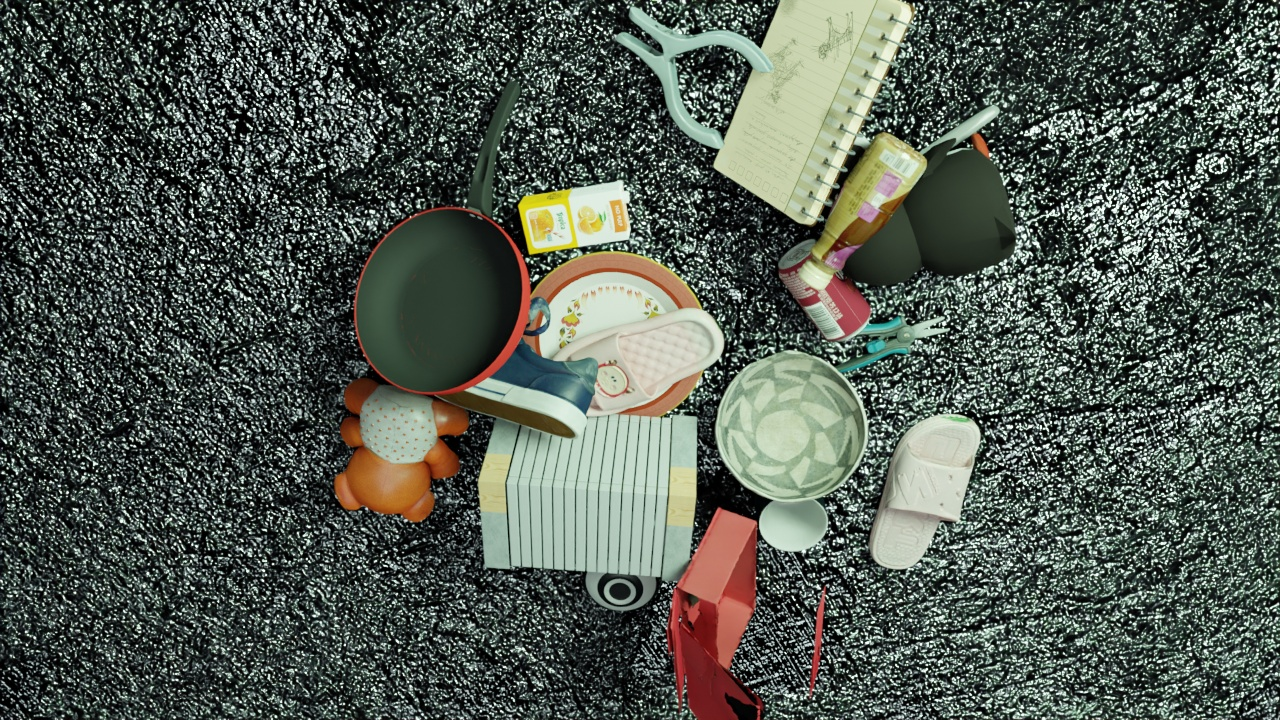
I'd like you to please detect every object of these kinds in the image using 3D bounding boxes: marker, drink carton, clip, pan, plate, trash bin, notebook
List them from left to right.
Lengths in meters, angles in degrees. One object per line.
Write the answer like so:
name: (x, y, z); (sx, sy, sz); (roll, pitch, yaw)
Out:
pan: (-0.193, -0.133, 1.019); (0.209, 0.067, 0.356); (20, 87, 21)
drink carton: (-0.071, -0.164, 1.048); (0.122, 0.040, 0.058); (-8, 114, 7)
trash bin: (-0.060, 0.160, 1.127); (0.247, 0.142, 0.143); (4, 126, 1)
plate: (-0.032, -0.025, 1.120); (0.230, 0.021, 0.230); (1, 115, 3)
clip: (0.071, -0.322, 0.951); (0.159, 0.030, 0.174); (-35, 103, 31)
notebook: (0.169, -0.268, 0.930); (0.024, 0.167, 0.226); (0, 122, -40)
marker: (0.328, -0.237, 1.007); (0.139, 0.016, 0.022); (-35, 85, 16)

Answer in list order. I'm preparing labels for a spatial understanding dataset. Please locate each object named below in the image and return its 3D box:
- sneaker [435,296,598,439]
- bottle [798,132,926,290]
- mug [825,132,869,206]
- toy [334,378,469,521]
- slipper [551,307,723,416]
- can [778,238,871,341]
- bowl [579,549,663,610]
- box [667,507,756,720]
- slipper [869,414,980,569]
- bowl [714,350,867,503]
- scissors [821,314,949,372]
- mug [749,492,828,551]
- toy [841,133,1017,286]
sneaker: (-0.178, -0.008, 1.085); (0.295, 0.127, 0.121); (14, 157, 23)
bottle: (0.218, -0.146, 0.929); (0.059, 0.059, 0.166); (28, 114, -9)
mug: (0.210, -0.222, 0.978); (0.073, 0.089, 0.105); (-16, 113, 10)
toy: (-0.311, 0.116, 1.171); (0.163, 0.092, 0.172); (15, 102, -7)
slipper: (-0.006, 0.006, 1.089); (0.222, 0.055, 0.107); (-21, 113, 14)
can: (0.212, -0.080, 1.058); (0.063, 0.063, 0.114); (-34, 108, 17)
bowl: (-0.026, 0.292, 1.241); (0.120, 0.066, 0.120); (1, 115, 3)
box: (0.084, 0.360, 1.094); (0.121, 0.317, 0.211); (-1, 133, 5)
slipper: (0.358, 0.178, 1.169); (0.094, 0.064, 0.240); (13, 116, -3)
bowl: (0.179, 0.086, 1.113); (0.178, 0.081, 0.178); (-1, 77, 4)
scissors: (0.287, -0.023, 1.104); (0.123, 0.019, 0.149); (35, 106, -8)
mug: (0.176, 0.191, 1.168); (0.085, 0.094, 0.122); (42, 110, -15)
toy: (0.298, -0.138, 0.982); (0.184, 0.139, 0.159); (-19, 124, 15)
